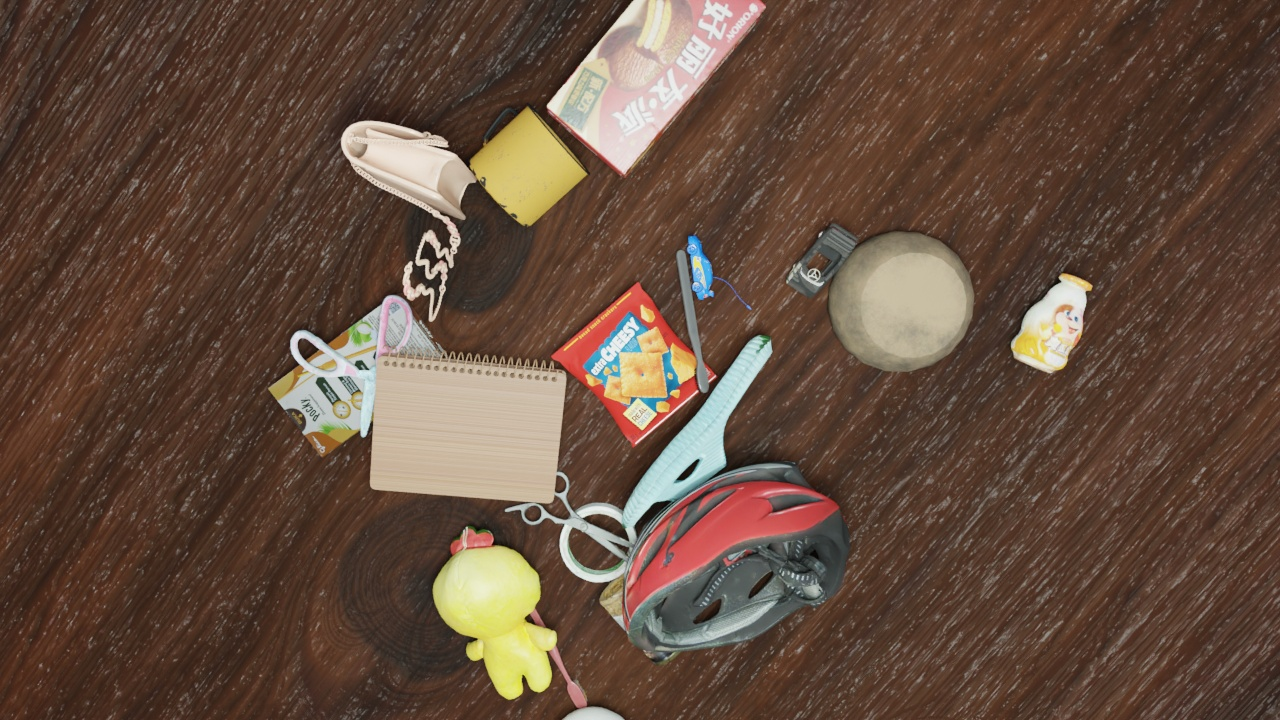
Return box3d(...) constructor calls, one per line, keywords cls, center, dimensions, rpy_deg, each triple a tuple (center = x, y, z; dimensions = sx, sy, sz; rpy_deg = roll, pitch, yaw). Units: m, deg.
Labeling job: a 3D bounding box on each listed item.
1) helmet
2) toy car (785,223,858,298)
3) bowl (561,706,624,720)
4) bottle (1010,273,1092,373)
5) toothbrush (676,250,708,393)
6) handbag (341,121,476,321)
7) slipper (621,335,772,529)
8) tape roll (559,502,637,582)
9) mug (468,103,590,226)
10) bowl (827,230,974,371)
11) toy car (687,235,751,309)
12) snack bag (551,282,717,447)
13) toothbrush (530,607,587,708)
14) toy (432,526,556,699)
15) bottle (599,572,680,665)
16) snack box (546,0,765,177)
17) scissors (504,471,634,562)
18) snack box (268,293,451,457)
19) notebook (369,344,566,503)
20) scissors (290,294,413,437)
box3d(cls="helmet", center=(0.097, 0.224, 1.017), dimensions=(0.272, 0.166, 0.217), rpy_deg=(-30, 138, 4))
box3d(cls="toy car", center=(0.203, -0.110, 1.030), dimensions=(0.040, 0.037, 0.093), rpy_deg=(32, 130, -5))
box3d(cls="bowl", center=(-0.059, 0.464, 1.116), dimensions=(0.114, 0.050, 0.115), rpy_deg=(-2, 116, -5))
box3d(cls="bottle", center=(0.467, -0.043, 1.036), dimensions=(0.063, 0.063, 0.109), rpy_deg=(24, 99, -3))
box3d(cls="toothbrush", center=(0.059, -0.045, 1.052), dimensions=(0.012, 0.013, 0.167), rpy_deg=(-7, 86, -21))
box3d(cls="handbag", center=(-0.261, -0.149, 0.964), dimensions=(0.116, 0.199, 0.187), rpy_deg=(17, 90, -2))
box3d(cls="slipper", center=(0.074, 0.092, 1.039), dimensions=(0.069, 0.116, 0.276), rpy_deg=(38, 93, 8))
box3d(cls="tape roll", center=(-0.050, 0.219, 1.104), dimensions=(0.094, 0.018, 0.094), rpy_deg=(0, 99, 1))
box3d(cls="mug", center=(-0.130, -0.219, 1.006), dimensions=(0.094, 0.100, 0.123), rpy_deg=(-41, 72, 8))
box3d(cls="bowl", center=(0.297, -0.064, 1.032), dimensions=(0.162, 0.070, 0.162), rpy_deg=(0, 98, 1))
box3d(cls="toy car", center=(0.089, -0.100, 1.046), dimensions=(0.062, 0.033, 0.092), rpy_deg=(-7, 98, 8))
box3d(cls="snack bag", center=(-0.006, 0.006, 1.061), dimensions=(0.131, 0.039, 0.144), rpy_deg=(-40, 100, 4))
box3d(cls="toothbrush", center=(-0.112, 0.346, 1.128), dimensions=(0.015, 0.015, 0.184), rpy_deg=(-27, 94, 4))
box3d(cls="toy", center=(-0.172, 0.302, 1.082), dimensions=(0.134, 0.092, 0.207), rpy_deg=(-21, 103, 17))
box3d(cls="bottle", center=(0.004, 0.307, 1.097), dimensions=(0.056, 0.056, 0.105), rpy_deg=(-40, 96, 6))
box3d(cls="snack box", center=(0.016, -0.326, 1.003), dimensions=(0.113, 0.060, 0.236), rpy_deg=(41, 97, -6))
box3d(cls="scissors", center=(-0.082, 0.199, 1.082), dimensions=(0.120, 0.014, 0.159), rpy_deg=(-36, 73, 6))
box3d(cls="snack box", center=(-0.325, 0.017, 1.072), dimensions=(0.186, 0.031, 0.101), rpy_deg=(-35, 96, 5))
box3d(cls="notebook", center=(-0.197, 0.074, 1.050), dimensions=(0.210, 0.022, 0.169), rpy_deg=(6, 103, -6))
box3d(cls="scissors", center=(-0.321, 0.003, 1.047), dimensions=(0.175, 0.013, 0.170), rpy_deg=(11, 101, -3))
